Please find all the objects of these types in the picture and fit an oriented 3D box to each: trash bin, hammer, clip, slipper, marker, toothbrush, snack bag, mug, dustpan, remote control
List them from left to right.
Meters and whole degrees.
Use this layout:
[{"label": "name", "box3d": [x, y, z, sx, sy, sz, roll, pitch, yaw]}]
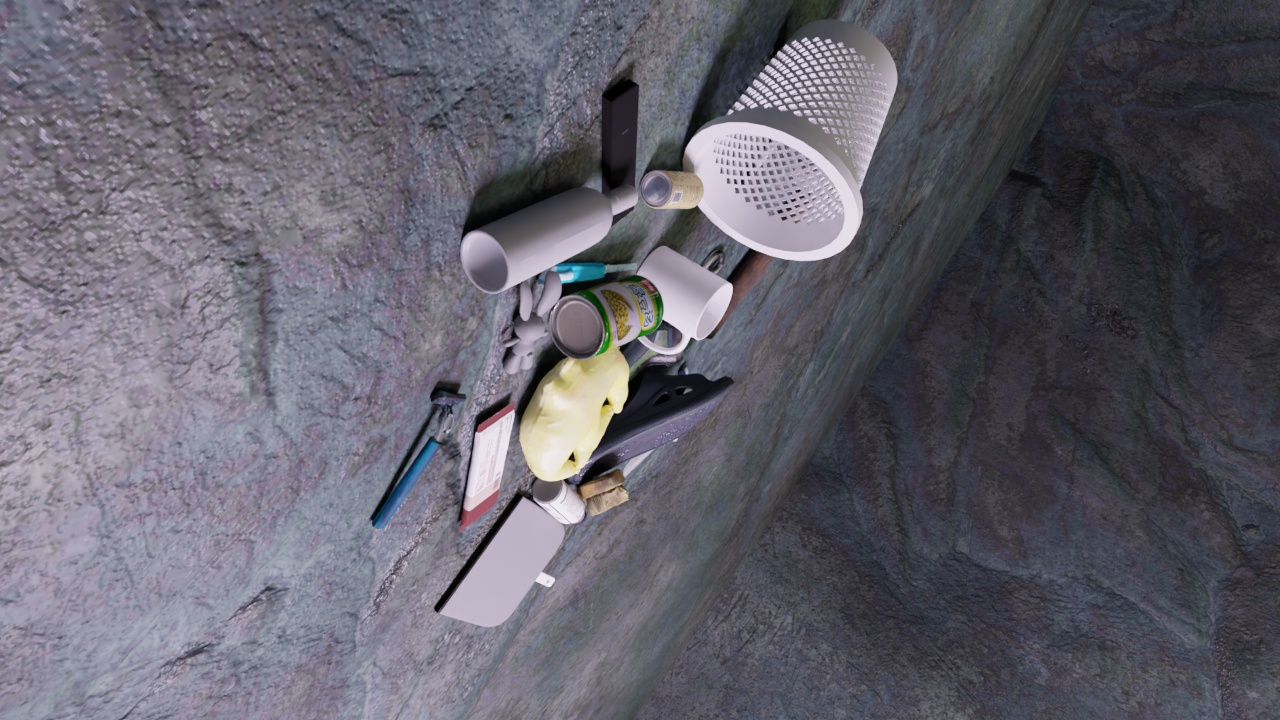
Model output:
[{"label": "snack bag", "box3d": [-0.161, 0.112, 0.953, 0.056, 0.013, 0.158, -39, 153, -47]}, {"label": "dustpan", "box3d": [-0.157, 0.267, 1.179, 0.163, 0.033, 0.257, -54, 151, -9]}, {"label": "remote control", "box3d": [-0.020, -0.186, 0.838, 0.034, 0.013, 0.150, -42, 155, -28]}, {"label": "clip", "box3d": [-0.011, 0.121, 1.306, 0.101, 0.052, 0.058, -40, -178, -42]}, {"label": "slipper", "box3d": [0.000, 0.072, 1.198, 0.267, 0.083, 0.111, -25, 161, -28]}, {"label": "mug", "box3d": [0.038, -0.061, 1.047, 0.110, 0.090, 0.073, -61, 160, 9]}, {"label": "toothbrush", "box3d": [0.059, 0.070, 1.407, 0.017, 0.016, 0.189, -56, 163, -35]}, {"label": "hammer", "box3d": [0.182, -0.139, 1.355, 0.300, 0.037, 0.218, -52, 160, -12]}, {"label": "marker", "box3d": [0.163, -0.266, 1.152, 0.152, 0.011, 0.011, -51, 159, -19]}, {"label": "trash bin", "box3d": [0.177, -0.247, 0.987, 0.199, 0.195, 0.196, -59, 163, -24]}]

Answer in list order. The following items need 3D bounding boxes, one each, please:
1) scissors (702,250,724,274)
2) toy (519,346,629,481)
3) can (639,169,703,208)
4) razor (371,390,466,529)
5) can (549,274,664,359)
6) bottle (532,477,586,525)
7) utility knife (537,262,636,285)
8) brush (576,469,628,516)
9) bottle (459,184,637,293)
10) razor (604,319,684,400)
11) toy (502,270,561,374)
[{"label": "scissors", "box3d": [0.064, -0.084, 1.189, 0.157, 0.012, 0.166, -53, 160, -18]}, {"label": "toy", "box3d": [-0.069, 0.048, 0.992, 0.170, 0.065, 0.155, -55, 149, -19]}, {"label": "can", "box3d": [0.034, -0.175, 0.943, 0.079, 0.038, 0.038, -17, 136, -61]}, {"label": "razor", "box3d": [-0.199, 0.091, 0.821, 0.144, 0.022, 0.042, -59, 159, 6]}, {"label": "can", "box3d": [-0.032, -0.046, 0.939, 0.120, 0.067, 0.067, -26, 143, -56]}, {"label": "bottle", "box3d": [-0.096, 0.177, 1.140, 0.041, 0.041, 0.116, -53, 151, -13]}, {"label": "utility knife", "box3d": [-0.046, -0.087, 0.919, 0.178, 0.015, 0.022, -13, 132, -61]}, {"label": "brush", "box3d": [-0.047, 0.172, 1.185, 0.059, 0.043, 0.196, -23, 173, -14]}, {"label": "bottle", "box3d": [-0.066, -0.114, 0.779, 0.194, 0.052, 0.053, -35, 151, -46]}, {"label": "razor", "box3d": [-0.006, 0.006, 1.087, 0.151, 0.067, 0.054, -42, 168, -17]}, {"label": "toy", "box3d": [-0.103, -0.032, 0.850, 0.049, 0.030, 0.112, -19, 145, -38]}]
